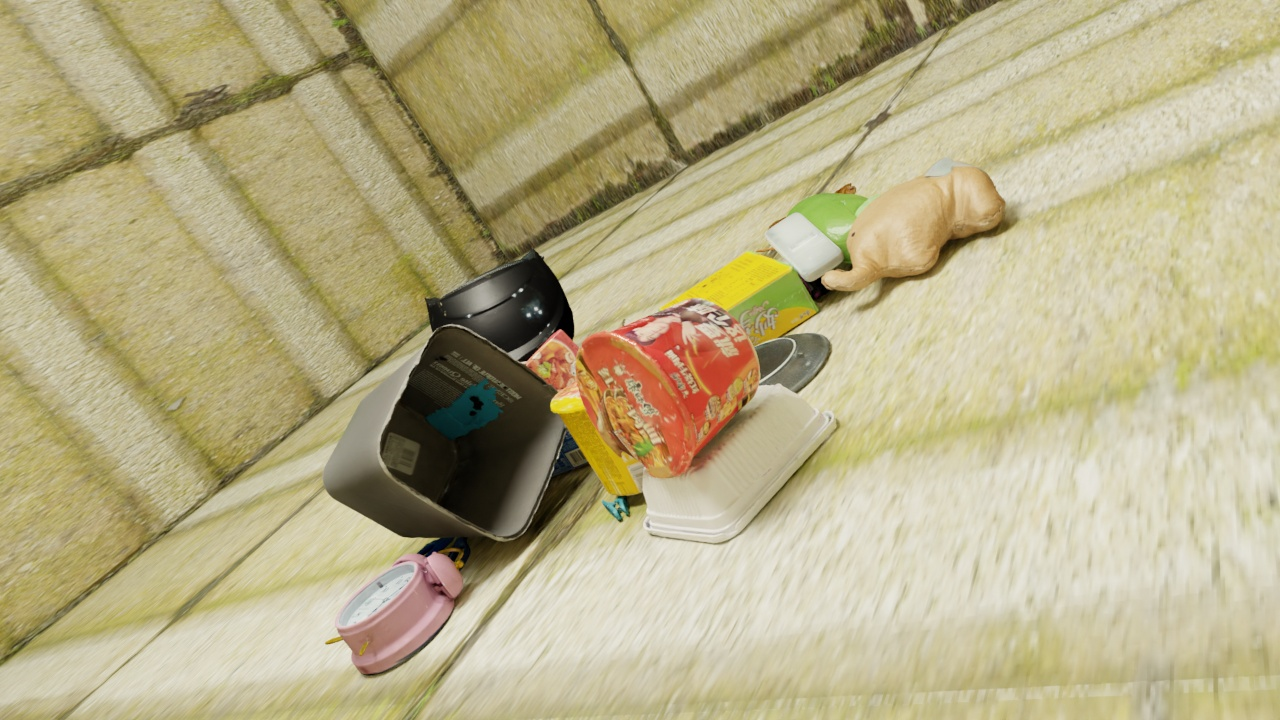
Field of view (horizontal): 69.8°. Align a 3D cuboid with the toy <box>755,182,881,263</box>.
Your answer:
[{"bbox_3d":[0.262,-0.182,1.242,0.227,0.090,0.246,-20,18,-1],"label":"toy"}]

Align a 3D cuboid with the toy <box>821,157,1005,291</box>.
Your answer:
[{"bbox_3d":[0.301,-0.147,1.056,0.226,0.082,0.143,-33,27,2],"label":"toy"}]

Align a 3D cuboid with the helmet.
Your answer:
[{"bbox_3d":[-0.225,-0.045,1.554,0.233,0.230,0.275,-25,-27,-3],"label":"helmet"}]

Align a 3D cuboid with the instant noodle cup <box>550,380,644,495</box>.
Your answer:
[{"bbox_3d":[-0.007,0.065,0.940,0.138,0.110,0.138,-23,14,6],"label":"instant noodle cup"}]

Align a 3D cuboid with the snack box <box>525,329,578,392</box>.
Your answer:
[{"bbox_3d":[-0.111,0.045,1.194,0.127,0.113,0.044,-48,10,-15],"label":"snack box"}]

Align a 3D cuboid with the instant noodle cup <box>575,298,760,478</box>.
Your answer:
[{"bbox_3d":[0.028,0.015,0.788,0.108,0.138,0.138,-33,12,-33],"label":"instant noodle cup"}]

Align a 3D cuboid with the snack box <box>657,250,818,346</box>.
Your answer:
[{"bbox_3d":[0.121,-0.066,1.199,0.157,0.070,0.210,-33,14,-1],"label":"snack box"}]

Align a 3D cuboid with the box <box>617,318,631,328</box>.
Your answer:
[{"bbox_3d":[-0.007,0.007,1.174,0.059,0.090,0.184,-55,7,14],"label":"box"}]

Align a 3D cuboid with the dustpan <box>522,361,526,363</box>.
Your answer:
[{"bbox_3d":[-0.122,0.006,1.340,0.273,0.139,0.223,-38,15,-17],"label":"dustpan"}]

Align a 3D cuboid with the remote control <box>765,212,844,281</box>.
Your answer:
[{"bbox_3d":[0.202,-0.142,1.138,0.056,0.020,0.136,-33,34,3],"label":"remote control"}]

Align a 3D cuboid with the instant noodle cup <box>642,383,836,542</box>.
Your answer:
[{"bbox_3d":[0.077,0.084,0.833,0.173,0.060,0.138,-40,16,-29],"label":"instant noodle cup"}]

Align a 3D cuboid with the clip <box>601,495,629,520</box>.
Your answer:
[{"bbox_3d":[-0.024,0.147,0.928,0.038,0.013,0.055,-33,13,-2],"label":"clip"}]

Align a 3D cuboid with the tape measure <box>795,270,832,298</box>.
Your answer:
[{"bbox_3d":[0.216,-0.106,1.155,0.039,0.058,0.057,-35,36,3],"label":"tape measure"}]

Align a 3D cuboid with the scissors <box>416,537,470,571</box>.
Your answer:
[{"bbox_3d":[-0.218,0.209,1.096,0.176,0.012,0.162,-37,21,5],"label":"scissors"}]

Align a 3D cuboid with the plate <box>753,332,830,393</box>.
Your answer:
[{"bbox_3d":[0.126,0.016,1.017,0.179,0.024,0.179,-30,15,9],"label":"plate"}]

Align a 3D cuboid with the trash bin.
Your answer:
[{"bbox_3d":[-0.235,0.100,1.057,0.220,0.199,0.198,-21,40,48],"label":"trash bin"}]

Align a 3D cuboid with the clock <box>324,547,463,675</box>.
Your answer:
[{"bbox_3d":[-0.246,0.252,0.961,0.117,0.060,0.158,-14,22,50],"label":"clock"}]

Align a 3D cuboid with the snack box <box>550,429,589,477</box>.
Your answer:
[{"bbox_3d":[-0.129,0.118,1.152,0.208,0.057,0.058,-25,14,30],"label":"snack box"}]
